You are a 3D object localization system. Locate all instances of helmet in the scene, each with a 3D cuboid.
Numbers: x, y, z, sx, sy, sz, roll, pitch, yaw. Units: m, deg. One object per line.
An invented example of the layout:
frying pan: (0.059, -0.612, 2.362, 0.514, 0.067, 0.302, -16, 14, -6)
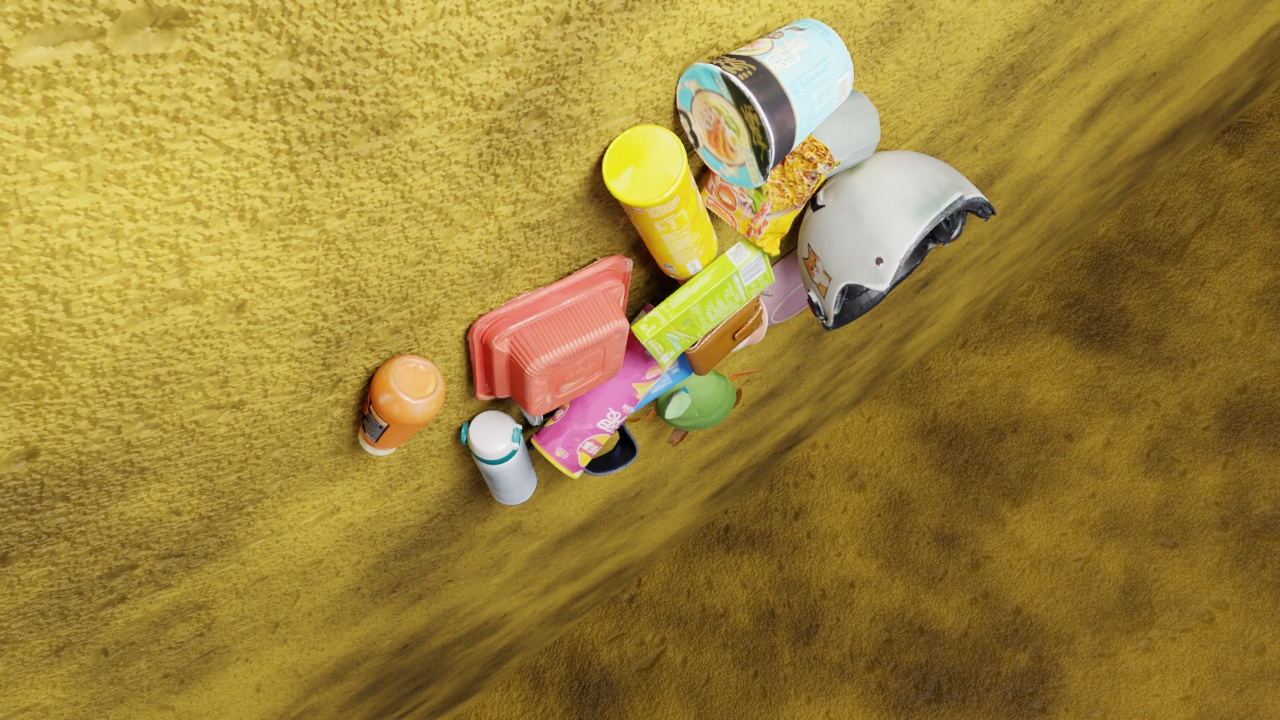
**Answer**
helmet: (0.285, -0.161, 1.134, 0.229, 0.157, 0.274, -34, 173, -13)

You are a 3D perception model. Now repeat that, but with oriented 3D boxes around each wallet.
wallet: (0.100, -0.037, 1.058, 0.119, 0.035, 0.130, -37, 164, 0)

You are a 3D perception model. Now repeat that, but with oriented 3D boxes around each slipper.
slipper: (-0.058, 0.125, 1.291, 0.110, 0.083, 0.268, -31, 174, -8)

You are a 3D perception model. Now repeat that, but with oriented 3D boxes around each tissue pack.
tissue pack: (-0.007, 0.007, 1.135, 0.157, 0.052, 0.095, -32, 122, -8)

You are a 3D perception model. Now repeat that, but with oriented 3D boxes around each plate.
plate: (0.229, -0.108, 1.351, 0.192, 0.039, 0.193, -32, 162, -12)

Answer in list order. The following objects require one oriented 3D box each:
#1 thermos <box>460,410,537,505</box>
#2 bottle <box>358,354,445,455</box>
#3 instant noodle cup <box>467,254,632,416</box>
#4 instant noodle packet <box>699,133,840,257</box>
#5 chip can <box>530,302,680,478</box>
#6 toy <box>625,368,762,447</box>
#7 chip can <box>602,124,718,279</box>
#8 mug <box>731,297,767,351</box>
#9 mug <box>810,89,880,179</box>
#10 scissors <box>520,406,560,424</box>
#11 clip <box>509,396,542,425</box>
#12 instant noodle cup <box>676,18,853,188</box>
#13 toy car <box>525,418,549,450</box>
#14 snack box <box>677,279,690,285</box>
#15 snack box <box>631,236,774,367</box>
thermos: (-0.176, 0.123, 1.152, 0.073, 0.073, 0.224, -32, 161, -13)
bottle: (-0.236, 0.052, 0.877, 0.066, 0.066, 0.150, -20, 164, -40)
instant noodle cup: (-0.080, -0.016, 0.952, 0.188, 0.079, 0.165, -28, 158, -19)
instant noodle packet: (0.113, -0.171, 0.866, 0.044, 0.111, 0.129, -41, 168, -39)
chip can: (-0.033, 0.034, 1.060, 0.210, 0.071, 0.071, -50, 161, 1)
toy: (0.085, 0.060, 1.430, 0.227, 0.090, 0.247, -26, 159, 4)
chip can: (0.026, -0.138, 0.851, 0.072, 0.072, 0.213, -37, 162, 3)
mug: (0.090, -0.046, 1.210, 0.105, 0.081, 0.115, -18, -176, -40)
mug: (0.162, -0.216, 0.919, 0.103, 0.083, 0.124, -25, -174, -33)
scissors: (-0.060, 0.028, 1.201, 0.201, 0.015, 0.206, -35, 162, -3)
clip: (-0.131, 0.051, 1.063, 0.042, 0.058, 0.026, -14, 156, -46)
instant noodle cup: (0.109, -0.222, 0.764, 0.120, 0.111, 0.111, -39, 164, -20)
toy car: (-0.111, 0.087, 1.223, 0.106, 0.031, 0.049, -32, 175, -40)
snack box: (0.075, -0.087, 1.062, 0.026, 0.075, 0.153, -45, 161, 11)
snack box: (0.067, -0.060, 0.955, 0.156, 0.026, 0.086, -38, 156, 2)
